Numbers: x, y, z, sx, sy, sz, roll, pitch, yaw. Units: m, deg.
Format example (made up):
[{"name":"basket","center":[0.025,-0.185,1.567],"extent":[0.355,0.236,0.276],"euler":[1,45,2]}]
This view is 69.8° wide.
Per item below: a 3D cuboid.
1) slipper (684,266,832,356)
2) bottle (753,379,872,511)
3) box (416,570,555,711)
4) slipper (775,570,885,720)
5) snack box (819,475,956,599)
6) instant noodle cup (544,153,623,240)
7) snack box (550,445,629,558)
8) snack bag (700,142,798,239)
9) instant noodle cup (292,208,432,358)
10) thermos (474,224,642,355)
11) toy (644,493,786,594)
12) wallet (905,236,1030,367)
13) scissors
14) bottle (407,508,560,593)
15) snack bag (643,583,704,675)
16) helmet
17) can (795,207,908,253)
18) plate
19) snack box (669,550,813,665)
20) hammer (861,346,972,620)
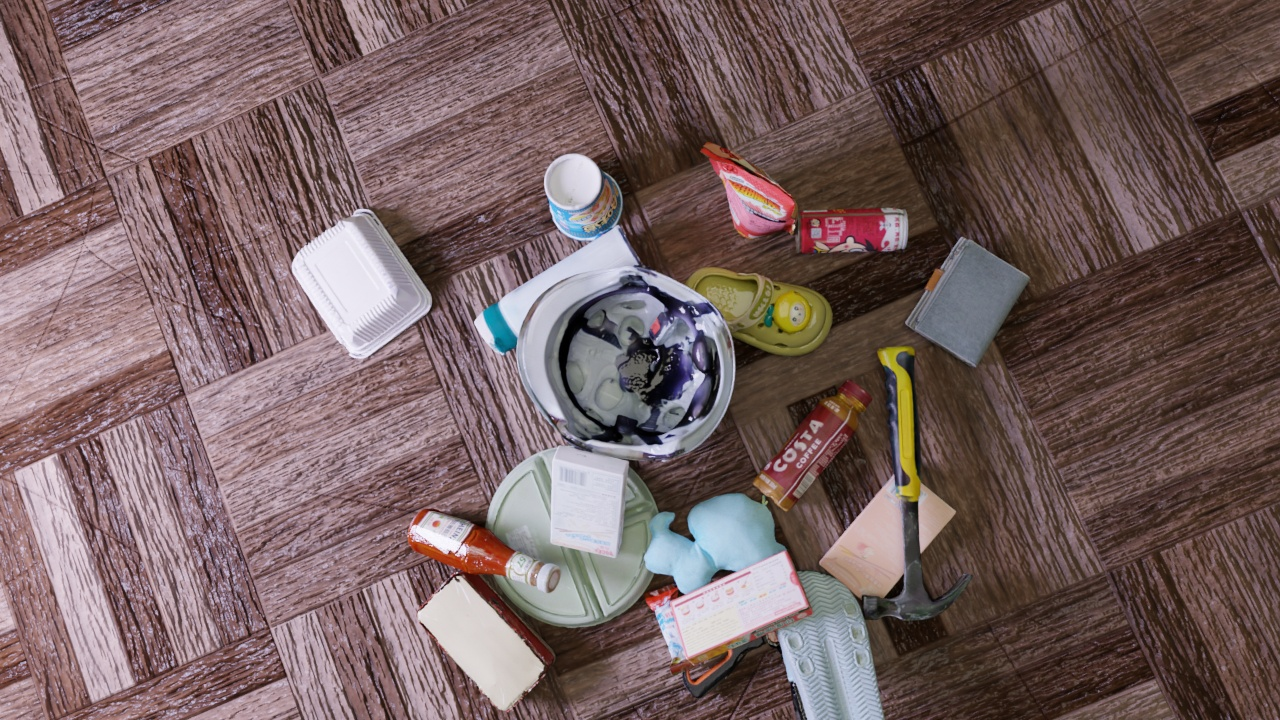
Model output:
[{"name":"slipper","center":[0.141,-0.064,1.135],"extent":[0.190,0.081,0.091],"euler":[17,89,10]},{"name":"bottle","center":[0.214,0.102,1.123],"extent":[0.057,0.057,0.175],"euler":[40,90,8]},{"name":"box","center":[-0.194,0.345,1.135],"extent":[0.168,0.077,0.091],"euler":[44,90,8]},{"name":"slipper","center":[0.222,0.364,1.071],"extent":[0.104,0.074,0.245],"euler":[-13,62,-3]},{"name":"snack box","center":[0.300,0.216,1.119],"extent":[0.084,0.026,0.157],"euler":[41,90,8]},{"name":"instant noodle cup","center":[-0.075,-0.211,1.155],"extent":[0.099,0.110,0.099],"euler":[-1,84,5]},{"name":"snack box","center":[-0.061,0.169,1.083],"extent":[0.085,0.157,0.026],"euler":[12,43,7]},{"name":"snack bag","center":[0.136,-0.194,1.082],"extent":[0.128,0.207,0.073],"euler":[39,94,9]},{"name":"instant noodle cup","center":[-0.375,-0.105,1.204],"extent":[0.138,0.060,0.173],"euler":[-36,81,2]},{"name":"thermos","center":[-0.107,-0.088,1.171],"extent":[0.224,0.073,0.073],"euler":[-31,83,3]},{"name":"toy","center":[0.095,0.220,1.128],"extent":[0.161,0.050,0.156],"euler":[33,81,9]},{"name":"wallet","center":[0.400,-0.073,1.130],"extent":[0.106,0.037,0.129],"euler":[32,90,-3]},{"name":"scissors","center":[0.155,0.353,1.127],"extent":[0.221,0.022,0.230],"euler":[-19,80,0]},{"name":"bottle","center":[-0.192,0.236,1.126],"extent":[0.206,0.059,0.059],"euler":[14,86,25]},{"name":"snack bag","center":[0.041,0.330,1.129],"extent":[0.048,0.026,0.104],"euler":[-25,64,14]},{"name":"helmet","center":[-0.007,0.006,1.111],"extent":[0.259,0.146,0.229],"euler":[14,87,15]},{"name":"can","center":[0.261,-0.162,1.143],"extent":[0.133,0.053,0.053],"euler":[-1,85,6]},{"name":"plate","center":[-0.088,0.223,1.160],"extent":[0.230,0.027,0.230],"euler":[-1,84,6]},{"name":"snack box","center":[0.117,0.291,1.079],"extent":[0.156,0.027,0.077],"euler":[-26,47,8]},{"name":"hammer","center":[0.321,0.144,1.094],"extent":[0.126,0.032,0.323],"euler":[-2,83,7]}]
